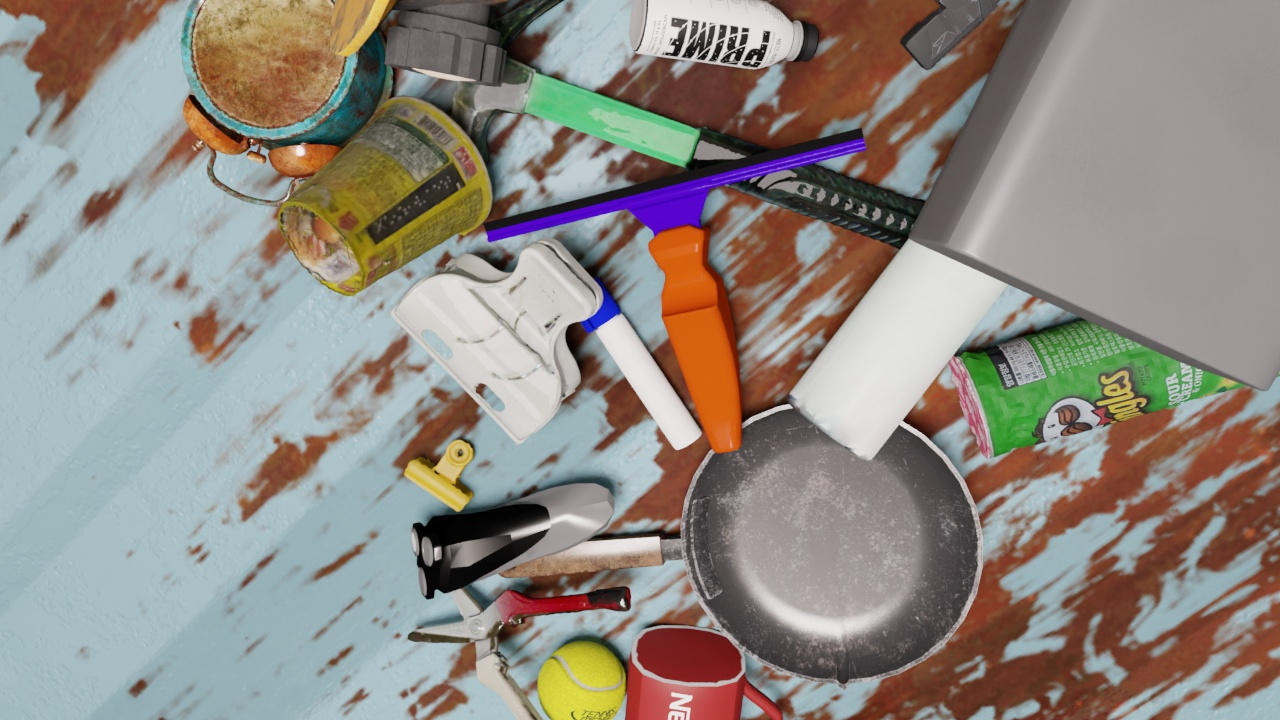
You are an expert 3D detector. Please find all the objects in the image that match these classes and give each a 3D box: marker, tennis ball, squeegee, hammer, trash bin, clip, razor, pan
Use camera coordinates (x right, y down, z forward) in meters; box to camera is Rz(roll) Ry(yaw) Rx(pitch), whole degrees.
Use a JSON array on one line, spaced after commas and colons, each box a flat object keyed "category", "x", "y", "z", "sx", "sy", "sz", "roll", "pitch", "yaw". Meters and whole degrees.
[{"category": "marker", "x": -0.004, "y": 0.004, "z": 0.646, "sx": 0.027, "sy": 0.023, "sz": 0.133, "roll": -36, "pitch": 98, "yaw": -16}, {"category": "tennis ball", "x": -0.044, "y": 0.245, "z": 0.691, "sx": 0.065, "sy": 0.065, "sz": 0.065, "roll": 2, "pitch": 104, "yaw": 7}, {"category": "squeegee", "x": 0.038, "y": -0.029, "z": 0.605, "sx": 0.250, "sy": 0.055, "sz": 0.185, "roll": -11, "pitch": 99, "yaw": 16}, {"category": "hammer", "x": 0.097, "y": -0.313, "z": 0.511, "sx": 0.325, "sy": 0.015, "sz": 0.095, "roll": 40, "pitch": 110, "yaw": -19}, {"category": "trash bin", "x": 0.277, "y": -0.125, "z": 0.469, "sx": 0.192, "sy": 0.097, "sz": 0.220, "roll": 24, "pitch": 101, "yaw": -3}, {"category": "clip", "x": -0.144, "y": 0.083, "z": 0.685, "sx": 0.054, "sy": 0.046, "sz": 0.048, "roll": 35, "pitch": 131, "yaw": 0}, {"category": "hammer", "x": 0.034, "y": -0.141, "z": 0.603, "sx": 0.319, "sy": 0.032, "sz": 0.130, "roll": 20, "pitch": 105, "yaw": 2}, {"category": "razor", "x": -0.092, "y": 0.124, "z": 0.661, "sx": 0.156, "sy": 0.060, "sz": 0.057, "roll": -16, "pitch": 71, "yaw": 0}, {"category": "clip", "x": -0.092, "y": -0.014, "z": 0.603, "sx": 0.126, "sy": 0.109, "sz": 0.151, "roll": 46, "pitch": 149, "yaw": -8}, {"category": "pan", "x": 0.057, "y": 0.132, "z": 0.663, "sx": 0.357, "sy": 0.040, "sz": 0.208, "roll": -6, "pitch": 98, "yaw": 17}]

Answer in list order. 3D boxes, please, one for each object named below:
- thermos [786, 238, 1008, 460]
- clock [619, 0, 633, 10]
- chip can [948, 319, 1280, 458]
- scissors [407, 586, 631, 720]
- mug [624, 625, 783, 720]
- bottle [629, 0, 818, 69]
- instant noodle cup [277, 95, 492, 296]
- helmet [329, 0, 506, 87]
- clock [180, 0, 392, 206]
[{"category": "thermos", "x": 0.184, "y": -0.047, "z": 0.566, "sx": 0.068, "sy": 0.068, "sz": 0.230, "roll": 36, "pitch": 96, "yaw": -2}, {"category": "clock", "x": 0.024, "y": -0.270, "z": 0.548, "sx": 0.123, "sy": 0.043, "sz": 0.091, "roll": -15, "pitch": 117, "yaw": 28}, {"category": "chip can", "x": 0.317, "y": -0.003, "z": 0.577, "sx": 0.223, "sy": 0.075, "sz": 0.075, "roll": -17, "pitch": 101, "yaw": 11}, {"category": "scissors", "x": -0.088, "y": 0.219, "z": 0.670, "sx": 0.199, "sy": 0.015, "sz": 0.179, "roll": -19, "pitch": 74, "yaw": 22}, {"category": "mug", "x": 0.047, "y": 0.260, "z": 0.677, "sx": 0.116, "sy": 0.080, "sz": 0.097, "roll": 4, "pitch": 105, "yaw": 0}, {"category": "bottle", "x": 0.054, "y": -0.204, "z": 0.567, "sx": 0.116, "sy": 0.041, "sz": 0.041, "roll": 3, "pitch": 105, "yaw": -15}, {"category": "instant noodle cup", "x": -0.164, "y": -0.098, "z": 0.583, "sx": 0.102, "sy": 0.108, "sz": 0.102, "roll": 25, "pitch": 141, "yaw": 22}, {"category": "helmet", "x": -0.084, "y": -0.284, "z": 0.502, "sx": 0.131, "sy": 0.205, "sz": 0.255, "roll": 4, "pitch": 104, "yaw": -28}, {"category": "clock", "x": -0.235, "y": -0.179, "z": 0.606, "sx": 0.121, "sy": 0.073, "sz": 0.157, "roll": 20, "pitch": 94, "yaw": 2}]
